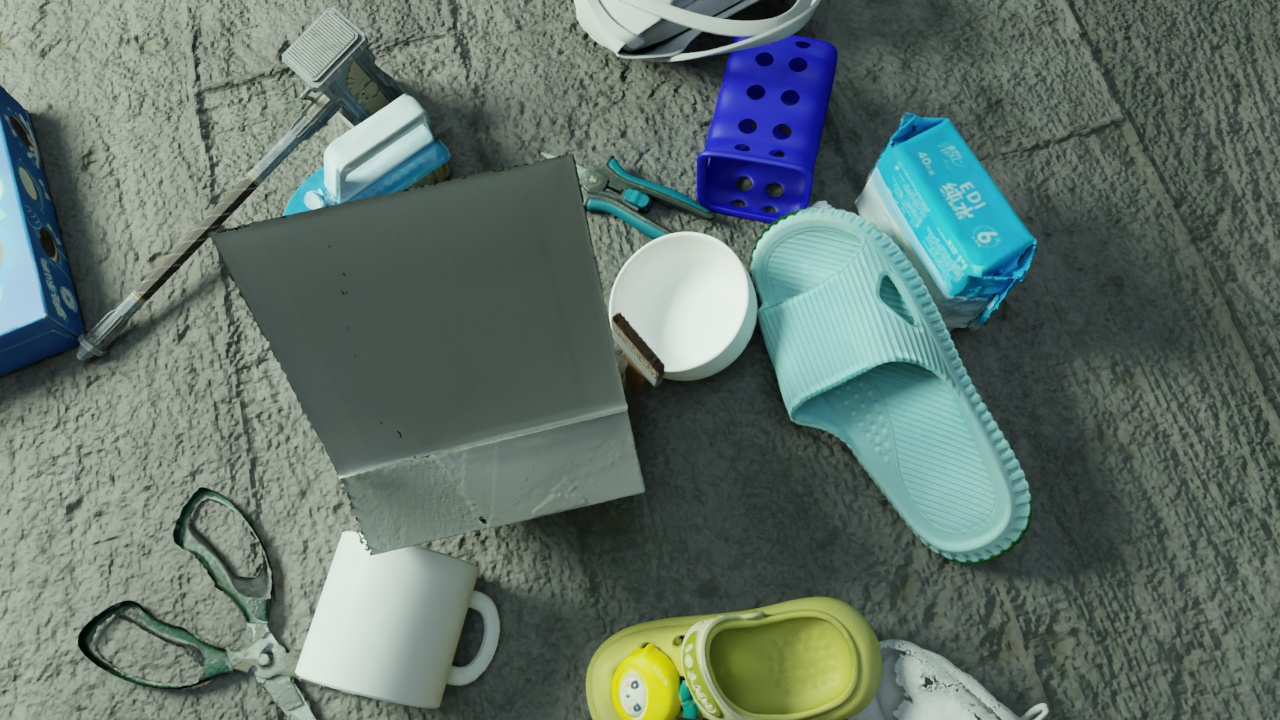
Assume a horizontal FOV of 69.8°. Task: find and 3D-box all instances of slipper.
[{"bbox_3d":[0.159,0.013,0.618,0.116,0.069,0.276,-38,74,31],"label":"slipper"},{"bbox_3d":[0.052,0.198,0.561,0.191,0.081,0.091,-16,74,12],"label":"slipper"},{"bbox_3d":[0.226,0.266,0.546,0.247,0.074,0.112,43,96,21],"label":"slipper"}]

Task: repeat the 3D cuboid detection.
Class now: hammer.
[{"bbox_3d":[-0.315,-0.120,0.704,0.044,0.098,0.322,42,87,14],"label":"hammer"}]

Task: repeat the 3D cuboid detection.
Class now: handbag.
[{"bbox_3d":[0.061,-0.294,0.689,0.215,0.096,0.222,-31,43,-8],"label":"handbag"}]

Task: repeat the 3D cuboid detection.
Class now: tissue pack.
[{"bbox_3d":[0.212,-0.092,0.641,0.061,0.093,0.144,-22,72,-13],"label":"tissue pack"}]

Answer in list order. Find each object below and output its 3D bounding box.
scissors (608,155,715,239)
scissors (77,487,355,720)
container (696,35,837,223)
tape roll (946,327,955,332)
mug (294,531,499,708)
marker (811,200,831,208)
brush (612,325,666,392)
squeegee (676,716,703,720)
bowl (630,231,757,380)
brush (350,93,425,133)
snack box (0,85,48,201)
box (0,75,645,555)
[{"bbox_3d":[-0.008,-0.133,0.717,0.139,0.019,0.129,-17,78,5],"label":"scissors"},{"bbox_3d":[-0.292,0.201,0.623,0.154,0.015,0.209,-39,72,-12],"label":"scissors"},{"bbox_3d":[0.096,-0.176,0.694,0.085,0.084,0.113,12,71,8],"label":"container"},{"bbox_3d":[0.205,-0.060,0.687,0.093,0.013,0.093,-1,72,2],"label":"tape roll"},{"bbox_3d":[-0.147,0.171,0.594,0.121,0.091,0.090,23,69,-25],"label":"mug"},{"bbox_3d":[0.151,-0.055,0.674,0.017,0.020,0.133,-14,80,-18],"label":"marker"},{"bbox_3d":[-0.004,0.004,0.607,0.008,0.143,0.045,-39,83,-9],"label":"brush"},{"bbox_3d":[0.143,0.302,0.529,0.250,0.055,0.185,3,96,11],"label":"squeegee"},{"bbox_3d":[0.034,-0.035,0.658,0.105,0.054,0.104,-7,71,20],"label":"bowl"},{"bbox_3d":[-0.215,-0.140,0.701,0.135,0.075,0.055,-38,73,-10],"label":"brush"},{"bbox_3d":[-0.560,-0.085,0.710,0.195,0.056,0.238,-23,71,-5],"label":"snack box"},{"bbox_3d":[-0.093,-0.001,0.424,0.167,0.507,0.148,-13,76,-3],"label":"box"}]
